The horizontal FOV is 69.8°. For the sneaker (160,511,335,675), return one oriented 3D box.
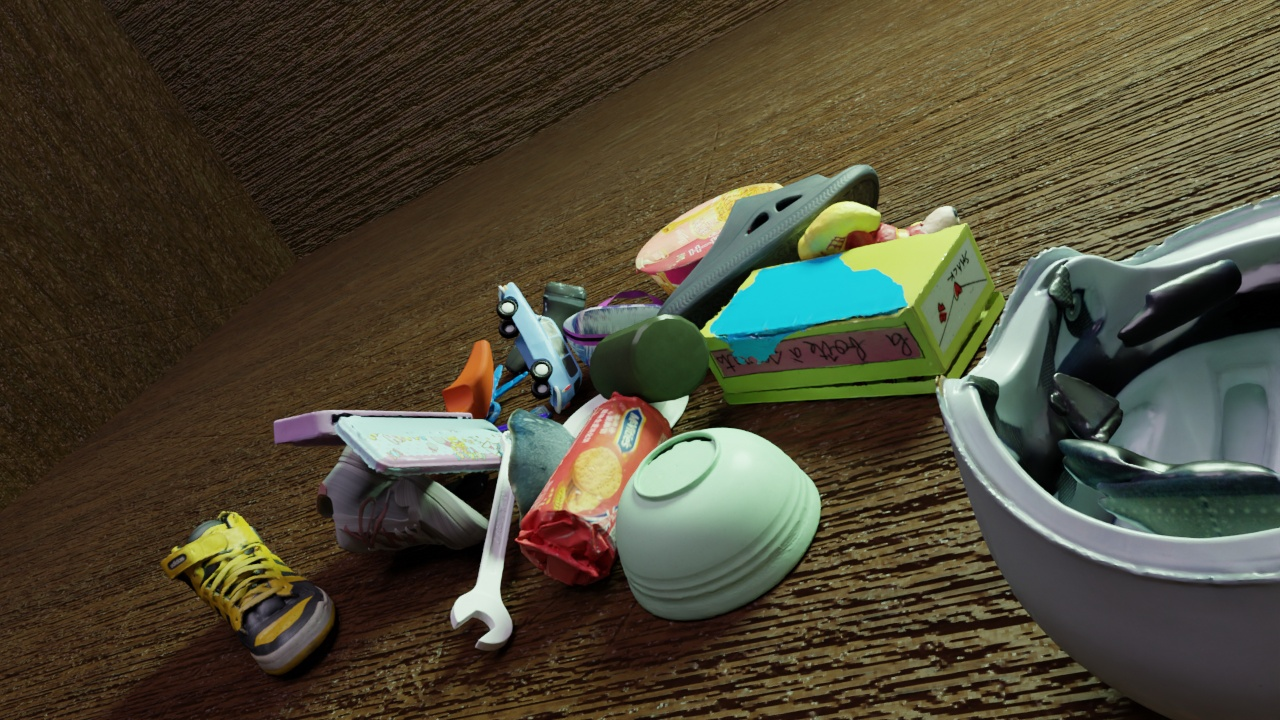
[{"bbox_3d":[-0.380,0.215,0.883,0.085,0.122,0.239,-46,25,-27],"label":"sneaker"}]

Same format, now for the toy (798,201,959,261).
[{"bbox_3d":[0.209,-0.097,0.816,0.137,0.106,0.067,1,56,1],"label":"toy"}]

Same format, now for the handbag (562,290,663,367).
[{"bbox_3d":[-0.011,-0.045,1.020,0.144,0.068,0.169,-3,16,3],"label":"handbag"}]

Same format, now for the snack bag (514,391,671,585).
[{"bbox_3d":[-0.031,0.102,0.731,0.082,0.082,0.175,-15,27,34],"label":"snack bag"}]

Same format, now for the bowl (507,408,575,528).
[{"bbox_3d":[-0.079,0.095,0.794,0.055,0.110,0.110,-6,25,1],"label":"bowl"}]

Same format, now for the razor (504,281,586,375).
[{"bbox_3d":[-0.124,-0.043,1.163,0.140,0.063,0.053,-50,25,-13],"label":"razor"}]

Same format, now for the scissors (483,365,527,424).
[{"bbox_3d":[-0.185,0.048,1.109,0.131,0.014,0.125,-23,31,27],"label":"scissors"}]

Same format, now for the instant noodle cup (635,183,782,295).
[{"bbox_3d":[0.090,-0.118,1.028,0.179,0.078,0.178,-26,22,11],"label":"instant noodle cup"}]

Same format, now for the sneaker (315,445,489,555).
[{"bbox_3d":[-0.233,0.150,0.865,0.236,0.099,0.089,11,63,46],"label":"sneaker"}]

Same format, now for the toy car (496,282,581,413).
[{"bbox_3d":[-0.112,-0.017,1.000,0.054,0.153,0.056,-24,-23,-17],"label":"toy car"}]

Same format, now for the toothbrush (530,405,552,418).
[{"bbox_3d":[-0.158,0.082,1.010,0.135,0.017,0.021,-25,18,15],"label":"toothbrush"}]

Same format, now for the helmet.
[{"bbox_3d":[0.264,0.040,0.364,0.263,0.164,0.237,-37,26,-30],"label":"helmet"}]

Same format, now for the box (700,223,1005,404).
[{"bbox_3d":[0.164,-0.031,0.756,0.222,0.082,0.124,-11,29,47],"label":"box"}]

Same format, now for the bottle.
[{"bbox_3d":[-0.005,0.005,0.839,0.071,0.071,0.207,-39,7,-16],"label":"bottle"}]

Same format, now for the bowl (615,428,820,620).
[{"bbox_3d":[0.042,0.099,0.640,0.151,0.077,0.150,-26,24,12],"label":"bowl"}]

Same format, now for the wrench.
[{"bbox_3d":[-0.121,0.141,0.788,0.272,0.047,0.009,-91,27,-61],"label":"wrench"}]

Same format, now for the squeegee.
[{"bbox_3d":[-0.198,0.044,1.055,0.250,0.055,0.184,-17,39,20],"label":"squeegee"}]

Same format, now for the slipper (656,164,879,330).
[{"bbox_3d":[0.115,-0.104,0.907,0.268,0.111,0.083,-37,55,2],"label":"slipper"}]

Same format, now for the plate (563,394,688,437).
[{"bbox_3d":[-0.025,0.060,0.887,0.157,0.014,0.156,-26,23,12],"label":"plate"}]

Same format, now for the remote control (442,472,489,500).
[{"bbox_3d":[-0.218,0.144,0.960,0.137,0.015,0.032,-21,25,25],"label":"remote control"}]

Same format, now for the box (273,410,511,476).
[{"bbox_3d":[-0.217,0.073,0.865,0.149,0.051,0.214,14,3,28],"label":"box"}]
